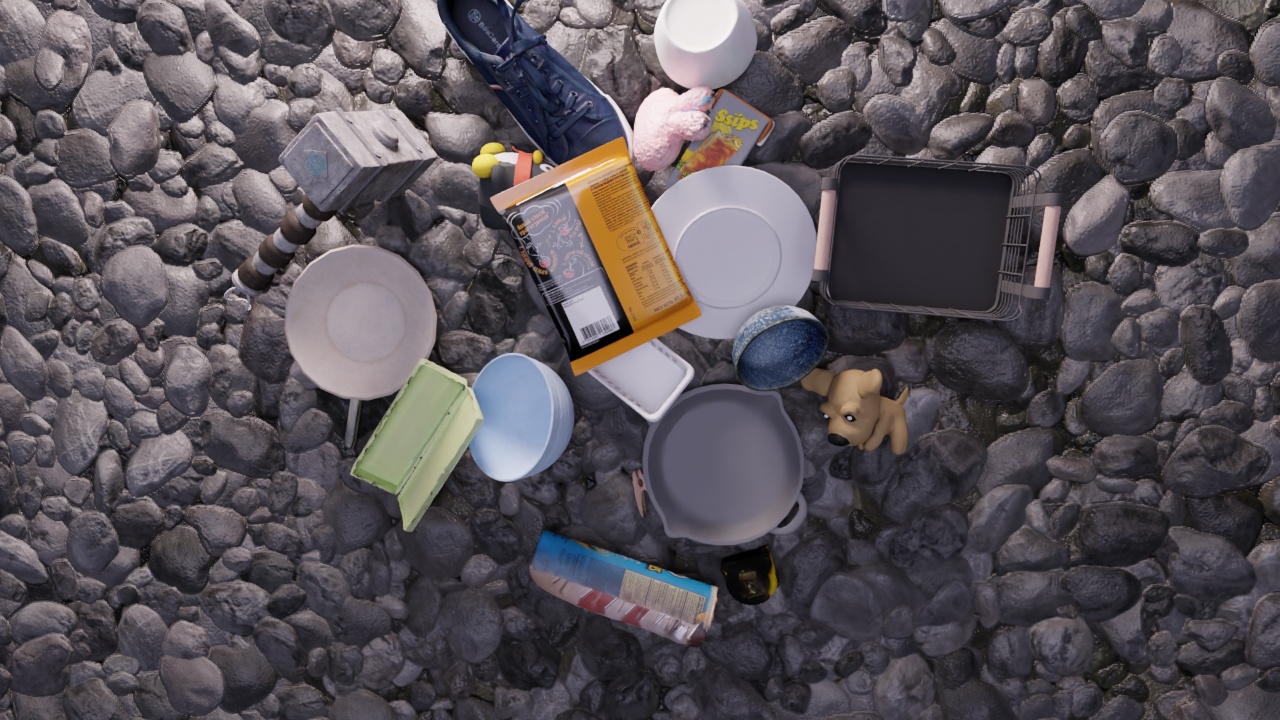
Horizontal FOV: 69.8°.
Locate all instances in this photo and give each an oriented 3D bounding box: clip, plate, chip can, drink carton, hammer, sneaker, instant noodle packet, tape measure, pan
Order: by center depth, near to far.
[{"bbox_3d":[-0.118,-0.319,1.027,0.121,0.127,0.294,-43,94,11],"label":"sneaker"},{"bbox_3d":[-0.046,-0.114,1.028,0.160,0.032,0.221,-26,103,-3],"label":"instant noodle packet"},{"bbox_3d":[0.089,-0.239,1.052,0.076,0.048,0.125,33,100,1],"label":"drink carton"},{"bbox_3d":[0.100,-0.118,1.053,0.208,0.015,0.209,0,115,-1],"label":"plate"},{"bbox_3d":[-0.395,-0.161,1.073,0.327,0.176,0.079,-38,93,23],"label":"hammer"},{"bbox_3d":[0.050,0.087,1.114,0.354,0.024,0.216,37,95,6],"label":"pan"},{"bbox_3d":[0.135,0.268,1.127,0.067,0.038,0.062,-16,96,8],"label":"tape measure"},{"bbox_3d":[-0.341,-0.046,1.128,0.189,0.027,0.188,0,92,3],"label":"plate"},{"bbox_3d":[-0.023,0.281,1.129,0.229,0.079,0.080,18,100,4],"label":"chip can"},{"bbox_3d":[0.013,0.162,1.133,0.041,0.024,0.060,-11,93,8],"label":"clip"}]

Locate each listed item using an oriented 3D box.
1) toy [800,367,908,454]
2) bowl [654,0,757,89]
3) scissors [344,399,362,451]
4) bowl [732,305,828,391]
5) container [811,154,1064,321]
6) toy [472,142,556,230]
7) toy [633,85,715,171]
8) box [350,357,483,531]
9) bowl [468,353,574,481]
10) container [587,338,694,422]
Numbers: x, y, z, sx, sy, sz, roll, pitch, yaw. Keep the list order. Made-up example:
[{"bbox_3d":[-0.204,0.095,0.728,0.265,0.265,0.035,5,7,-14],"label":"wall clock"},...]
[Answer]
[{"bbox_3d":[0.259,0.058,1.061,0.108,0.134,0.105,29,77,-25],"label":"toy"},{"bbox_3d":[0.069,-0.365,1.014,0.116,0.065,0.116,-1,85,11],"label":"bowl"},{"bbox_3d":[-0.335,0.034,1.156,0.199,0.015,0.179,42,100,0],"label":"scissors"},{"bbox_3d":[0.154,-0.024,1.064,0.114,0.060,0.115,-12,137,-12],"label":"bowl"},{"bbox_3d":[0.310,-0.134,1.002,0.241,0.130,0.163,5,99,5],"label":"container"},{"bbox_3d":[-0.130,-0.194,1.062,0.119,0.097,0.100,5,116,-2],"label":"toy"},{"bbox_3d":[0.037,-0.265,1.027,0.105,0.053,0.108,-13,56,40],"label":"toy"},{"bbox_3d":[-0.266,0.101,1.123,0.130,0.064,0.188,41,110,20],"label":"box"},{"bbox_3d":[-0.133,0.070,1.097,0.151,0.074,0.150,-6,81,38],"label":"bowl"},{"bbox_3d":[-0.006,0.006,1.082,0.129,0.049,0.080,39,89,9],"label":"container"}]
